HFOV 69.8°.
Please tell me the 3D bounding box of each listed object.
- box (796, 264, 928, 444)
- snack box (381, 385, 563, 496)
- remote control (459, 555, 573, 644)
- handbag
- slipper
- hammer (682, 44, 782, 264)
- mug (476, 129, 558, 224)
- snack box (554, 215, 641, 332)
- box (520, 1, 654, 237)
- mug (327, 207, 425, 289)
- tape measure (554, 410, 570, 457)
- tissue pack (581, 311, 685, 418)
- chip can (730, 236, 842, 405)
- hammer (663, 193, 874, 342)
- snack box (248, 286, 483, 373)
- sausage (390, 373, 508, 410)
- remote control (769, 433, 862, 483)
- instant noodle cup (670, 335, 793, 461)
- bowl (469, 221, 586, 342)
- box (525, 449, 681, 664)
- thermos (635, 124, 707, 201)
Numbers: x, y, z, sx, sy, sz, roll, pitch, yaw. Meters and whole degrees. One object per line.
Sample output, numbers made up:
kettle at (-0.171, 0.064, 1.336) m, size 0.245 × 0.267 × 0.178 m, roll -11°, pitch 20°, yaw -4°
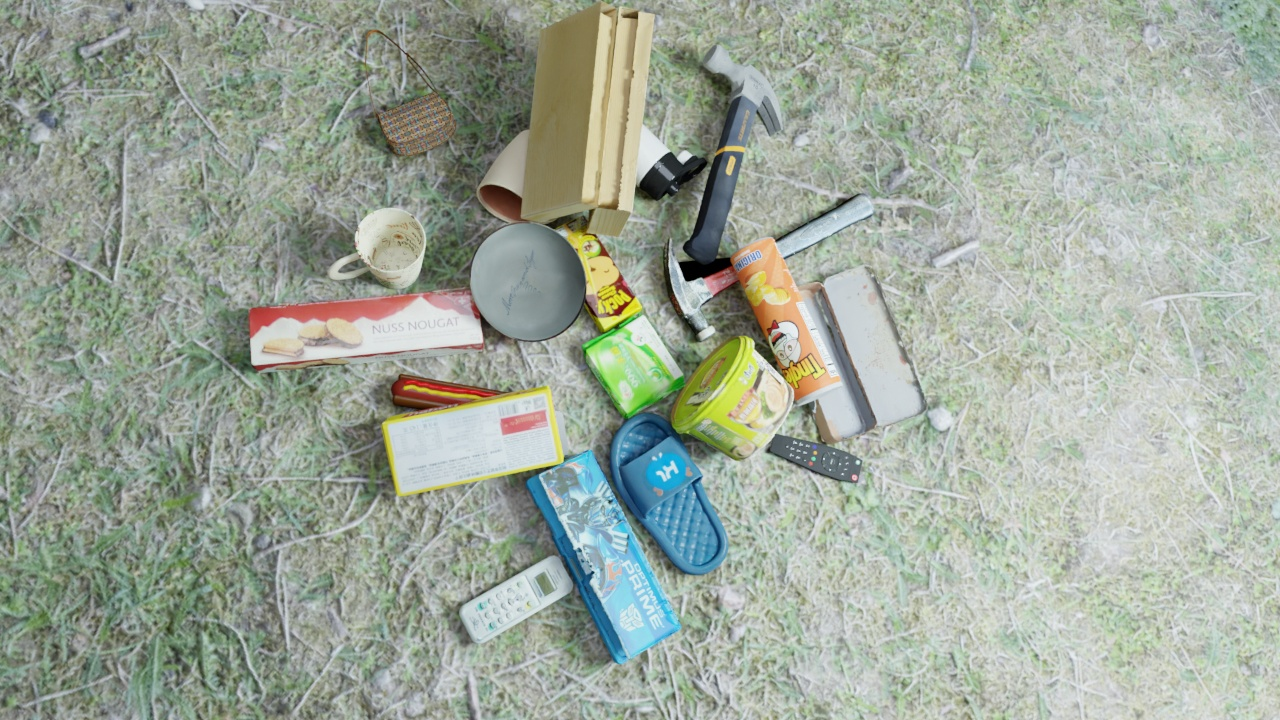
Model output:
box at (0.277, -0.009, 1.221) m, size 0.157 × 0.063 × 0.216 m, roll -20°, pitch 80°, yaw 0°
snack box at (-0.197, 0.095, 1.091) m, size 0.200 × 0.042 × 0.092 m, roll -11°, pitch 97°, yaw -6°
remote control at (-0.147, 0.282, 1.087) m, size 0.133 × 0.022 × 0.050 m, roll -27°, pitch 82°, yaw -15°
handbag at (-0.321, -0.359, 1.219) m, size 0.093 × 0.043 × 0.195 m, roll -26°, pitch 73°, yaw -11°
slipper at (0.035, 0.166, 1.131) m, size 0.103 × 0.059 × 0.213 m, roll -27°, pitch 84°, yaw -13°
hammer at (0.111, -0.269, 1.232) m, size 0.139 × 0.035 × 0.311 m, roll 29°, pitch 63°, yaw -24°
mug at (-0.141, -0.232, 1.195) m, size 0.111 × 0.085 × 0.104 m, roll 38°, pitch 65°, yaw -29°
snack box at (-0.062, -0.114, 1.200) m, size 0.061 × 0.026 × 0.149 m, roll -30°, pitch 83°, yaw -15°
box at (-0.056, -0.292, 1.122) m, size 0.148 × 0.141 × 0.248 m, roll 7°, pitch 82°, yaw -19°
mug at (-0.320, -0.122, 1.118) m, size 0.121 × 0.097 × 0.081 m, roll -23°, pitch 81°, yaw -15°
tape measure at (-0.122, 0.098, 1.141) m, size 0.065 × 0.017 × 0.064 m, roll -6°, pitch 77°, yaw -12°
tissue pack at (-0.007, 0.007, 1.177) m, size 0.099 × 0.034 × 0.114 m, roll -32°, pitch 82°, yaw -14°
chip can at (0.185, -0.051, 1.171) m, size 0.062 × 0.062 × 0.210 m, roll -21°, pitch 79°, yaw -15°
hammer at (0.178, -0.155, 1.250) m, size 0.325 × 0.036 × 0.140 m, roll -28°, pitch 84°, yaw -16°
snack box at (-0.332, -0.038, 1.123) m, size 0.272 × 0.044 × 0.076 m, roll -6°, pitch 77°, yaw -11°
sausage at (-0.227, 0.047, 1.123) m, size 0.155 × 0.040 × 0.040 m, roll 10°, pitch 74°, yaw -7°
remote control at (0.229, 0.126, 1.199) m, size 0.124 × 0.010 × 0.039 m, roll 18°, pitch 74°, yaw -5°
instant noodle cup at (0.116, 0.052, 1.135) m, size 0.098 × 0.146 × 0.146 m, roll 38°, pitch 72°, yaw -11°
bowl at (-0.146, -0.096, 1.156) m, size 0.150 × 0.057 × 0.150 m, roll 0°, pitch 89°, yaw -20°
box at (-0.042, 0.231, 1.096) m, size 0.090 × 0.066 × 0.243 m, roll -26°, pitch 82°, yaw -16°
thermos at (-0.023, -0.316, 1.241) m, size 0.230 × 0.069 × 0.101 m, roll 43°, pitch 60°, yaw 2°
